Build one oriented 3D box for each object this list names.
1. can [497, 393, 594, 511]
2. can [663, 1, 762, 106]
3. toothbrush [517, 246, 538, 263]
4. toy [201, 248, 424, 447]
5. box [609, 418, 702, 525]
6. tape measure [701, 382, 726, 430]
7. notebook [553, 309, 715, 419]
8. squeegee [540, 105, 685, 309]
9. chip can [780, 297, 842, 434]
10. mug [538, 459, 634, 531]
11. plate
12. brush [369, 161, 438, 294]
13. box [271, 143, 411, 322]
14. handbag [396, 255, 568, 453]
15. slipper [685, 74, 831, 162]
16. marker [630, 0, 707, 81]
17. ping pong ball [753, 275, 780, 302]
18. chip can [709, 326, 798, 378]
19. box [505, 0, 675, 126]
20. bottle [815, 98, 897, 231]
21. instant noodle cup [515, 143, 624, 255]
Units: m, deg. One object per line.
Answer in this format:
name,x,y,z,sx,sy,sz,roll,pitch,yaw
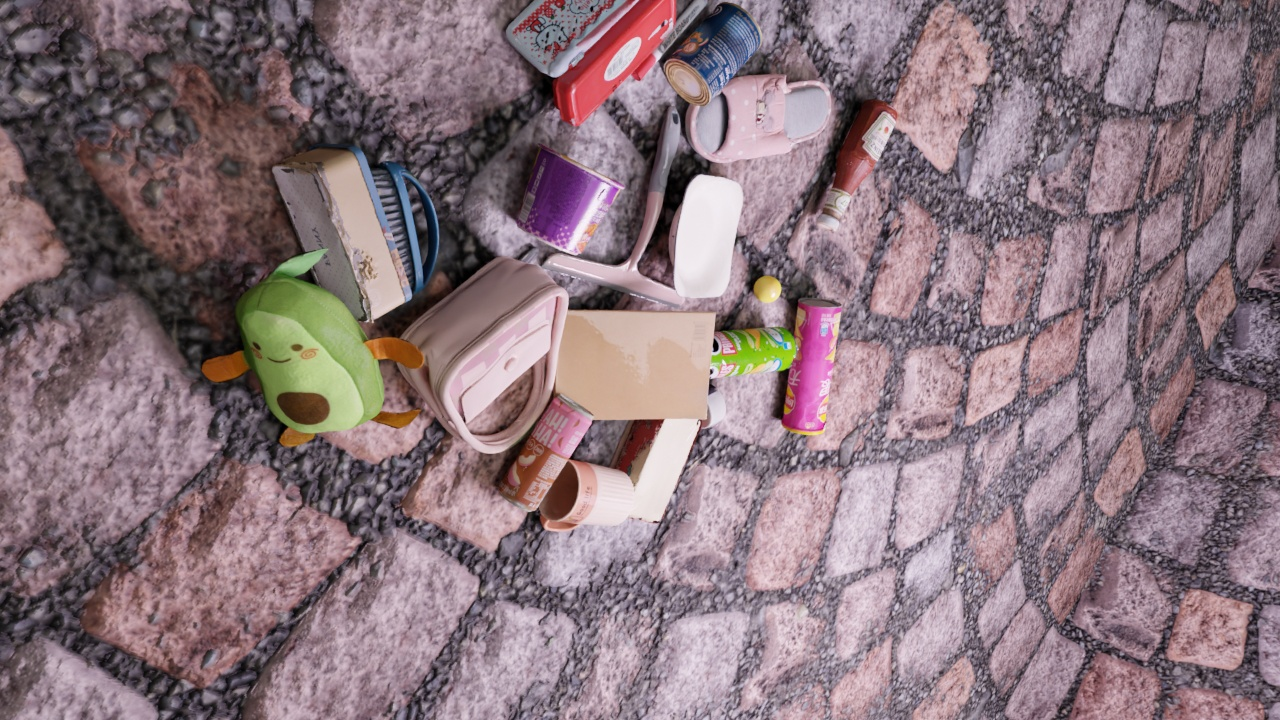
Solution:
can,-0.120,0.117,1.166,0.058,0.058,0.147,32,91,-43
can,0.090,-0.383,1.154,0.111,0.075,0.075,-50,131,-14
toothbrush,-0.181,-0.070,1.083,0.180,0.018,0.015,-50,128,-17
toy,-0.320,0.007,0.902,0.227,0.089,0.247,-7,138,3
box,0.019,0.141,1.292,0.091,0.076,0.168,22,91,-44
tape measure,0.092,0.065,1.332,0.033,0.066,0.066,-27,122,-32
notebook,-0.007,0.007,1.204,0.211,0.012,0.149,0,107,-14
squeegee,0.013,-0.205,1.182,0.247,0.040,0.249,12,97,-42
chip can,0.272,0.009,1.460,0.071,0.071,0.211,-9,112,-38
mug,-0.081,0.189,1.230,0.105,0.081,0.115,17,122,-44
plate,0.081,-0.167,1.235,0.163,0.034,0.164,-7,109,-57
brush,-0.250,-0.140,0.969,0.073,0.055,0.144,-23,120,-32
box,-0.296,-0.130,0.909,0.060,0.090,0.184,-37,129,-40
handbag,-0.169,0.015,1.080,0.192,0.093,0.235,-41,146,-28
slipper,0.174,-0.334,1.259,0.273,0.054,0.114,-17,117,-36
marker,0.038,-0.404,1.142,0.145,0.017,0.017,-52,131,-13
ping pong ball,0.189,-0.106,1.367,0.040,0.040,0.040,-16,116,-36
chip can,0.124,-0.010,1.328,0.235,0.072,0.072,-6,110,-40
box,-0.054,-0.385,1.057,0.201,0.098,0.119,-49,162,-17
bottle,0.325,-0.296,1.398,0.059,0.060,0.206,27,88,-43
instant noodle cup,-0.087,-0.183,1.063,0.111,0.111,0.099,15,105,-43
